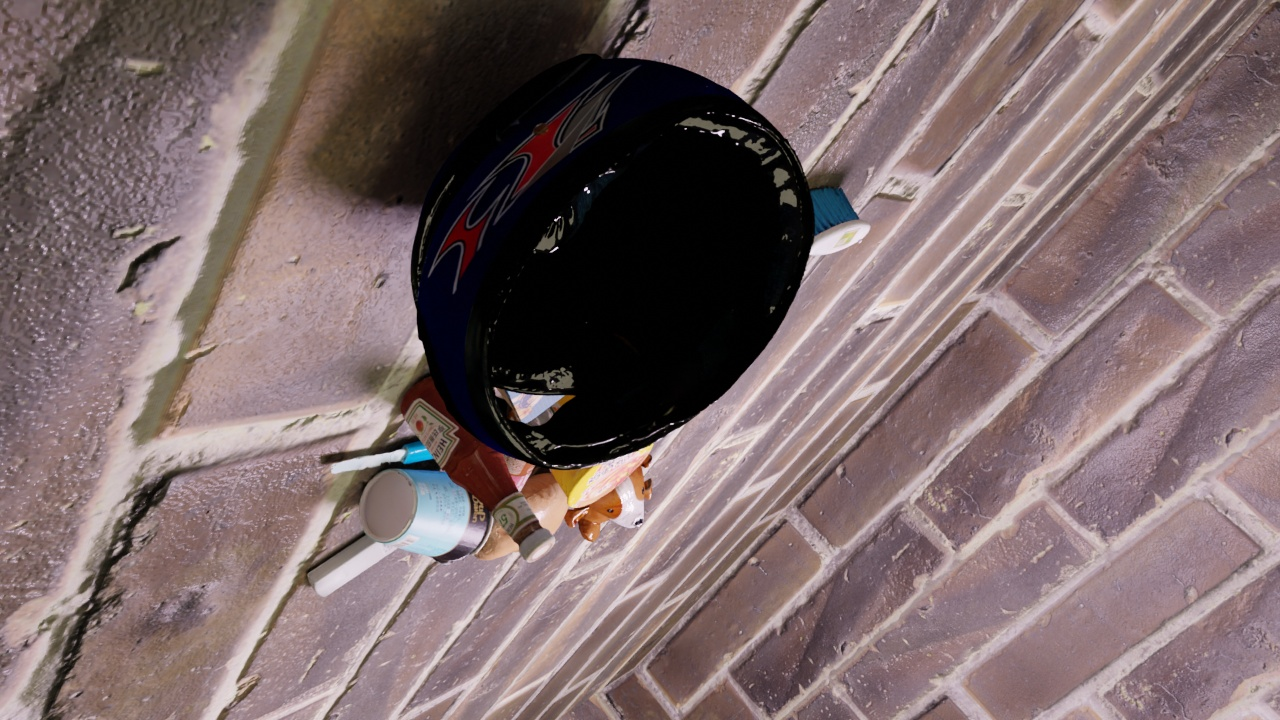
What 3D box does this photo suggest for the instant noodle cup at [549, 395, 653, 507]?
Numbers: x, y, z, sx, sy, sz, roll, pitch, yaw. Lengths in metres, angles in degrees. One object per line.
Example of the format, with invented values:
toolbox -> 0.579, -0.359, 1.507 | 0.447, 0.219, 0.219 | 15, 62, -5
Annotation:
instant noodle cup -> -0.069, 0.102, 1.166 | 0.137, 0.110, 0.138 | -36, 159, -17

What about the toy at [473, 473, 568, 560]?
toy -> -0.151, 0.217, 1.305 | 0.143, 0.082, 0.225 | -43, 163, 12

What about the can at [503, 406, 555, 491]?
can -> -0.151, 0.110, 1.109 | 0.057, 0.058, 0.148 | -20, 150, -46

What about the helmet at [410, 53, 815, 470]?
helmet -> -0.045, -0.074, 0.661 | 0.314, 0.241, 0.247 | -40, 123, -26

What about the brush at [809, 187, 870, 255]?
brush -> 0.204, -0.152, 1.156 | 0.313, 0.109, 0.061 | -20, 153, -46

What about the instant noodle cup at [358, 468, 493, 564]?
instant noodle cup -> -0.241, 0.164, 1.007 | 0.111, 0.111, 0.120 | -45, 151, 8

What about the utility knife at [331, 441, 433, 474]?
utility knife -> -0.236, 0.096, 0.981 | 0.034, 0.018, 0.236 | -50, 159, 25

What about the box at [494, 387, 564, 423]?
box -> -0.116, -0.009, 0.933 | 0.089, 0.061, 0.184 | -39, 161, -11

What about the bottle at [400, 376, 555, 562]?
bottle -> -0.154, 0.103, 0.876 | 0.059, 0.206, 0.060 | -35, 159, -16

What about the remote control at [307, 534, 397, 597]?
remote control -> -0.325, 0.226, 1.080 | 0.135, 0.019, 0.056 | -34, 158, -22

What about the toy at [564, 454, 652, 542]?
toy -> -0.044, 0.203, 1.374 | 0.139, 0.130, 0.200 | -32, 161, -25
